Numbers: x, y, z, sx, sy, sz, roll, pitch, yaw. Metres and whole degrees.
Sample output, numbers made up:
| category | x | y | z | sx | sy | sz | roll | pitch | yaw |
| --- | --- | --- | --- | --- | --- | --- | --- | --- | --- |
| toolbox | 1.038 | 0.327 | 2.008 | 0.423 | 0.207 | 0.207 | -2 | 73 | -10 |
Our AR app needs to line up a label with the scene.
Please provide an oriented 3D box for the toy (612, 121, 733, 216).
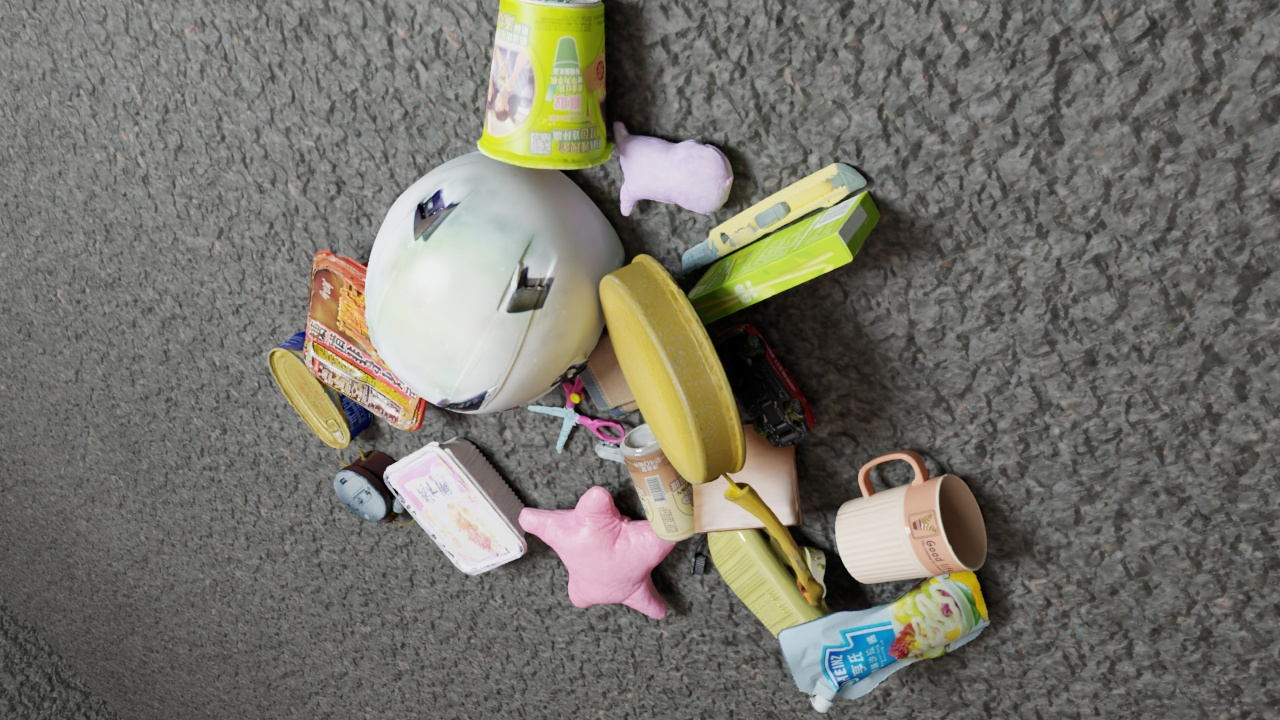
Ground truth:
| category | x | y | z | sx | sy | sz | roll | pitch | yaw |
| --- | --- | --- | --- | --- | --- | --- | --- | --- | --- |
| toy | 0.026 | -0.153 | 0.765 | 0.108 | 0.038 | 0.084 | 11 | 126 | 22 |

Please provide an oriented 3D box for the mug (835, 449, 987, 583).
| category | x | y | z | sx | sy | sz | roll | pitch | yaw |
| --- | --- | --- | --- | --- | --- | --- | --- | --- | --- |
| mug | 0.235 | 0.139 | 0.821 | 0.106 | 0.081 | 0.114 | -23 | 87 | 40 |

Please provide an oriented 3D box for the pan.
| category | x | y | z | sx | sy | sz | roll | pitch | yaw |
| --- | --- | --- | --- | --- | --- | --- | --- | --- | --- |
| pan | 0.068 | 0.074 | 0.786 | 0.357 | 0.078 | 0.198 | 68 | 169 | -15 |

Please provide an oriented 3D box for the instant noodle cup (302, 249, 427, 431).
| category | x | y | z | sx | sy | sz | roll | pitch | yaw |
| --- | --- | --- | --- | --- | --- | --- | --- | --- | --- |
| instant noodle cup | -0.283 | -0.030 | 1.004 | 0.164 | 0.078 | 0.189 | 31 | 132 | 8 |

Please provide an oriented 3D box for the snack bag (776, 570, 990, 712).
| category | x | y | z | sx | sy | sz | roll | pitch | yaw |
| --- | --- | --- | --- | --- | --- | --- | --- | --- | --- |
| snack bag | 0.228 | 0.257 | 0.854 | 0.191 | 0.038 | 0.110 | -24 | 124 | -3 |

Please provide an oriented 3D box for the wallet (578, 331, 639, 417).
| category | x | y | z | sx | sy | sz | roll | pitch | yaw |
| --- | --- | --- | --- | --- | --- | --- | --- | --- | --- |
| wallet | -0.005 | 0.005 | 0.899 | 0.116 | 0.033 | 0.090 | -22 | 107 | 35 |

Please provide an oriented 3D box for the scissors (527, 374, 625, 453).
| category | x | y | z | sx | sy | sz | roll | pitch | yaw |
| --- | --- | --- | --- | --- | --- | --- | --- | --- | --- |
| scissors | -0.067 | 0.060 | 0.979 | 0.131 | 0.017 | 0.134 | 33 | 132 | 14 |

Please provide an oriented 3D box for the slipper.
| category | x | y | z | sx | sy | sz | roll | pitch | yaw |
| --- | --- | --- | --- | --- | --- | --- | --- | --- | --- |
| slipper | 0.147 | 0.221 | 0.927 | 0.190 | 0.081 | 0.092 | 52 | 146 | 11 |

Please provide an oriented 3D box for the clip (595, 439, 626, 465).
| category | x | y | z | sx | sy | sz | roll | pitch | yaw |
| --- | --- | --- | --- | --- | --- | --- | --- | --- | --- |
| clip | -0.025 | 0.097 | 0.980 | 0.058 | 0.045 | 0.027 | 8 | 128 | 38 |

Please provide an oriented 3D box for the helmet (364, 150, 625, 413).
| category | x | y | z | sx | sy | sz | roll | pitch | yaw |
| --- | --- | --- | --- | --- | --- | --- | --- | --- | --- |
| helmet | -0.150 | -0.058 | 0.820 | 0.229 | 0.145 | 0.259 | 40 | 109 | 4 |

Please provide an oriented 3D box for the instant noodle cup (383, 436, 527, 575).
| category | x | y | z | sx | sy | sz | roll | pitch | yaw |
| --- | --- | --- | --- | --- | --- | --- | --- | --- | --- |
| instant noodle cup | -0.213 | 0.169 | 1.113 | 0.138 | 0.060 | 0.173 | -28 | 103 | 40 |

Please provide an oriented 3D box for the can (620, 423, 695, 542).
| category | x | y | z | sx | sy | sz | roll | pitch | yaw |
| --- | --- | --- | --- | --- | --- | --- | --- | --- | --- |
| can | 0.024 | 0.125 | 0.943 | 0.059 | 0.058 | 0.116 | -4 | 118 | 33 |

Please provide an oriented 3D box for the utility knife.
| category | x | y | z | sx | sy | sz | roll | pitch | yaw |
| --- | --- | --- | --- | --- | --- | --- | --- | --- | --- |
| utility knife | 0.103 | -0.116 | 0.765 | 0.189 | 0.020 | 0.031 | -25 | 90 | 44 |

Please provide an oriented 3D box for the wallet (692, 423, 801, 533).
| category | x | y | z | sx | sy | sz | roll | pitch | yaw |
| --- | --- | --- | --- | --- | --- | --- | --- | --- | --- |
| wallet | 0.099 | 0.113 | 0.882 | 0.115 | 0.020 | 0.101 | -11 | 76 | 33 |

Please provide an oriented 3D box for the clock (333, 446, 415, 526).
| category | x | y | z | sx | sy | sz | roll | pitch | yaw |
| --- | --- | --- | --- | --- | --- | --- | --- | --- | --- |
| clock | -0.341 | 0.171 | 1.192 | 0.122 | 0.055 | 0.082 | 48 | 131 | -8 |

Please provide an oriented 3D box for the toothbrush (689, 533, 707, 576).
| category | x | y | z | sx | sy | sz | roll | pitch | yaw |
| --- | --- | --- | --- | --- | --- | --- | --- | --- | --- |
| toothbrush | 0.075 | 0.167 | 0.973 | 0.018 | 0.014 | 0.190 | 17 | 128 | 8 |

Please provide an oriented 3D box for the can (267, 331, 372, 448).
| category | x | y | z | sx | sy | sz | roll | pitch | yaw |
| --- | --- | --- | --- | --- | --- | --- | --- | --- | --- |
| can | -0.394 | 0.036 | 1.135 | 0.075 | 0.049 | 0.148 | -18 | 110 | 38 |

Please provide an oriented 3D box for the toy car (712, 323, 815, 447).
| category | x | y | z | sx | sy | sz | roll | pitch | yaw |
| --- | --- | --- | --- | --- | --- | --- | --- | --- | --- |
| toy car | 0.111 | 0.021 | 0.830 | 0.053 | 0.045 | 0.120 | -30 | 97 | 38 |

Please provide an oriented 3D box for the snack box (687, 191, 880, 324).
| category | x | y | z | sx | sy | sz | roll | pitch | yaw |
| --- | --- | --- | --- | --- | --- | --- | --- | --- | --- |
| snack box | 0.109 | -0.079 | 0.736 | 0.157 | 0.085 | 0.026 | -23 | 107 | 38 |

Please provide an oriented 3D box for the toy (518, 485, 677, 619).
| category | x | y | z | sx | sy | sz | roll | pitch | yaw |
| --- | --- | --- | --- | --- | --- | --- | --- | --- | --- |
| toy | -0.028 | 0.221 | 1.033 | 0.179 | 0.074 | 0.194 | -18 | 114 | 27 |

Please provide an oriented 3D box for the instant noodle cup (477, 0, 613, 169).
| category | x | y | z | sx | sy | sz | roll | pitch | yaw |
| --- | --- | --- | --- | --- | --- | --- | --- | --- | --- |
| instant noodle cup | -0.073 | -0.228 | 0.734 | 0.112 | 0.111 | 0.124 | 18 | 120 | 19 |
